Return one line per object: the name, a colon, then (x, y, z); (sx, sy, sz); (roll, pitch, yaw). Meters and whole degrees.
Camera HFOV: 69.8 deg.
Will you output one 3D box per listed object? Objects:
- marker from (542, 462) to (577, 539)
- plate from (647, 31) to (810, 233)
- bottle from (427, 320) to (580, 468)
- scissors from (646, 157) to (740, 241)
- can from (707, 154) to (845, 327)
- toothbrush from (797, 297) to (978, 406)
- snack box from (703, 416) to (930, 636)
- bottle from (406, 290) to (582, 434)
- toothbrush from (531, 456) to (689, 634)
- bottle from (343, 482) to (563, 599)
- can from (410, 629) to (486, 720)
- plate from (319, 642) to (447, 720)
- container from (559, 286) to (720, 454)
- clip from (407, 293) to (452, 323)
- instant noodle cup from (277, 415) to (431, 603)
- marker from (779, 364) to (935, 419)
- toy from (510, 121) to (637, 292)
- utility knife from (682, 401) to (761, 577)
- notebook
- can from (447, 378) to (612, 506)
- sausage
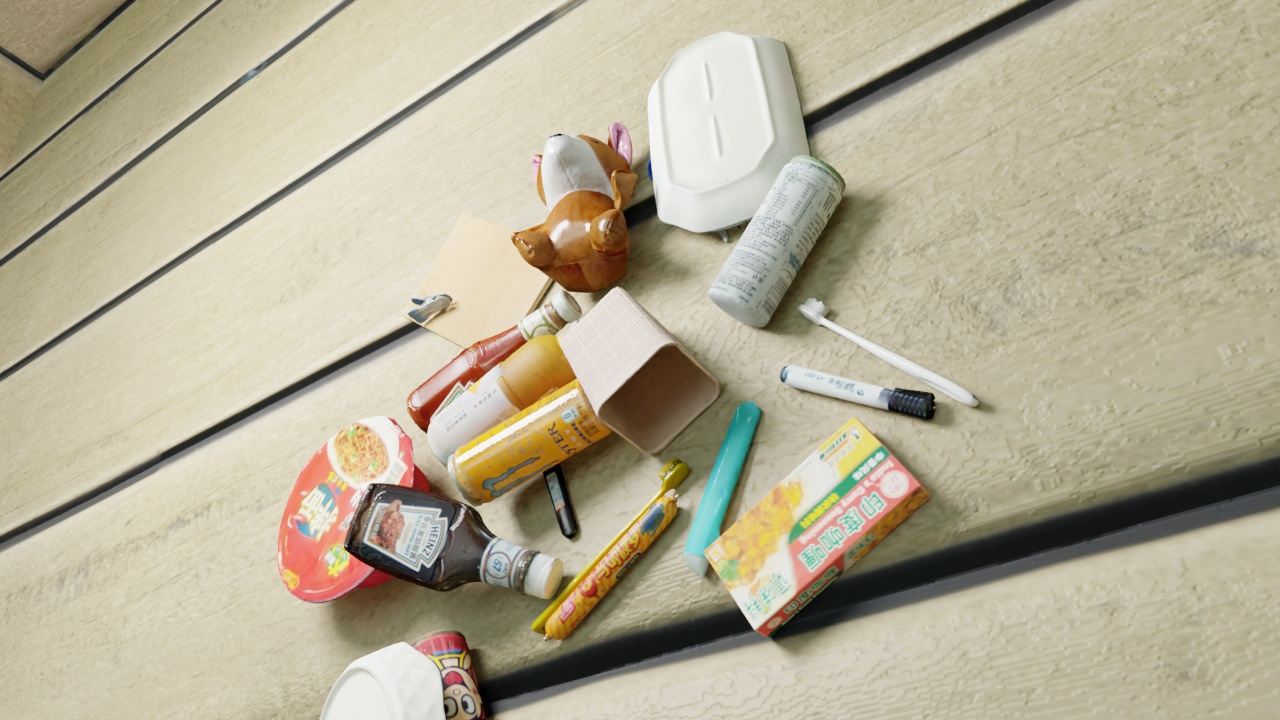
marker: (-0.078, 0.110, 0.844); (0.018, 0.015, 0.123); (-33, 50, 15)
plate: (0.077, -0.242, 0.917); (0.162, 0.034, 0.265); (-17, 53, 20)
bottle: (-0.120, 0.033, 0.885); (0.190, 0.068, 0.068); (-39, 46, 12)
scissors: (0.066, -0.181, 0.918); (0.174, 0.012, 0.124); (26, 80, 42)
can: (0.118, -0.103, 0.794); (0.058, 0.058, 0.146); (24, 79, 44)
toothbrush: (0.189, -0.009, 0.712); (0.016, 0.016, 0.180); (-47, 44, -5)
snack box: (0.125, 0.120, 0.669); (0.156, 0.027, 0.077); (-44, 47, 7)
bottle: (-0.147, 0.001, 0.936); (0.206, 0.059, 0.059); (-36, 47, 13)
toothbrush: (-0.027, 0.156, 0.773); (0.190, 0.015, 0.016); (-49, 41, 2)
bottle: (-0.163, 0.165, 0.807); (0.195, 0.044, 0.079); (13, 73, 17)
can: (-0.157, 0.294, 0.759); (0.053, 0.053, 0.132); (-38, 46, 12)
plate: (-0.215, 0.333, 0.739); (0.205, 0.045, 0.204); (-23, 61, 49)
container: (-0.005, 0.005, 0.803); (0.090, 0.090, 0.111); (-44, 42, 7)
clip: (-0.241, -0.064, 1.060); (0.058, 0.027, 0.045); (-17, 48, 26)
instant noodle cup: (-0.280, 0.157, 0.934); (0.194, 0.066, 0.193); (-20, 53, 28)
marker: (0.165, 0.022, 0.708); (0.131, 0.018, 0.022); (16, 65, 42)
toy: (-0.066, -0.168, 0.940); (0.140, 0.130, 0.199); (-10, 46, 14)
utility knife: (0.067, 0.101, 0.739); (0.029, 0.013, 0.151); (7, 66, 37)
notebook: (-0.184, -0.088, 1.052); (0.212, 0.012, 0.149); (23, 80, 44)
can: (-0.099, 0.074, 0.828); (0.146, 0.058, 0.058); (-30, 48, 11)
sausage: (-0.024, 0.171, 0.756); (0.165, 0.021, 0.021); (-48, 45, 2)
